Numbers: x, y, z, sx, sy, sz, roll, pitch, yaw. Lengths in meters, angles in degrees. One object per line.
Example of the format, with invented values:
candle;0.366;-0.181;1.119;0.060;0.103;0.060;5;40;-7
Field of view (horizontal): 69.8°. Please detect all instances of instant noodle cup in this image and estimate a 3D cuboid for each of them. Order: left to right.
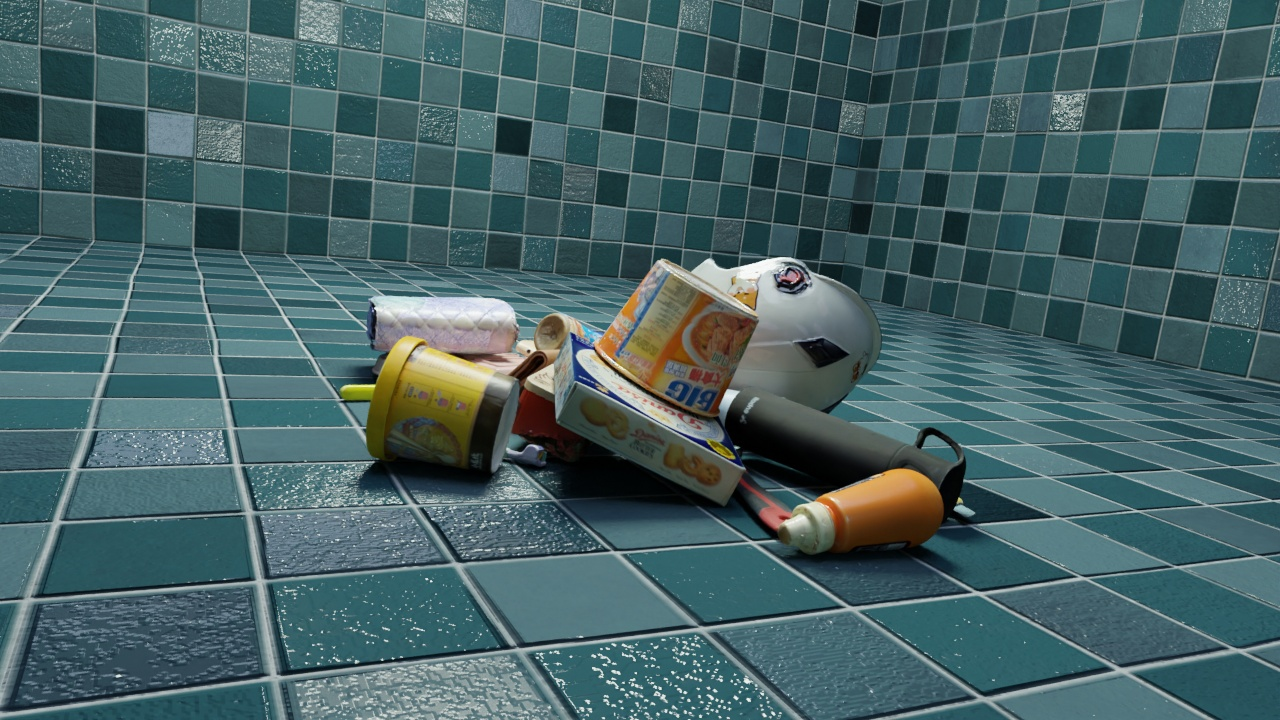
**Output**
instant noodle cup;-0.180;0.047;0.861;0.114;0.118;0.118;14;10;1
instant noodle cup;0.043;-0.028;0.943;0.151;0.111;0.151;29;10;-6

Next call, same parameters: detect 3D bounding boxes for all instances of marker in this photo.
marker;-0.300;0.038;1.106;0.124;0.018;0.015;1;12;-35

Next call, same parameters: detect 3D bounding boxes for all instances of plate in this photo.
plate;-0.246;0.006;1.249;0.229;0.028;0.229;3;6;-1

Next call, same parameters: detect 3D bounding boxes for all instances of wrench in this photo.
wrench;0.102;0.120;0.900;0.056;0.016;0.273;4;9;-10

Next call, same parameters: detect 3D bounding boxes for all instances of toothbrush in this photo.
toothbrush;-0.177;0.079;0.941;0.189;0.029;0.021;11;48;30

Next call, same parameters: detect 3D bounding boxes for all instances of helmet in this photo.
helmet;0.148;-0.002;1.151;0.274;0.230;0.156;13;46;22

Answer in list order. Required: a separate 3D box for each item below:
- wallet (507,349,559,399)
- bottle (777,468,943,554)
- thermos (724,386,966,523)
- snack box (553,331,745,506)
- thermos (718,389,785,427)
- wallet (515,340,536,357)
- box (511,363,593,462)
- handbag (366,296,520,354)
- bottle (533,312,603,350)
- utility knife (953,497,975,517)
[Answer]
wallet;-0.130;0.023;1.099;0.031;0.108;0.131;54;14;8
bottle;0.179;0.131;0.762;0.149;0.067;0.067;-7;15;-26
thermos;0.207;0.085;0.937;0.243;0.089;0.068;19;-28;38
snack box;0.003;0.052;0.900;0.178;0.046;0.182;28;12;-13
thermos;0.059;0.056;1.083;0.220;0.070;0.070;10;10;12
wallet;-0.117;0.004;1.340;0.115;0.024;0.087;28;14;15
box;-0.077;0.057;0.994;0.091;0.076;0.168;26;13;6
handbag;-0.275;-0.047;1.262;0.193;0.075;0.134;-1;11;-20
bottle;-0.059;-0.006;1.289;0.065;0.065;0.218;14;-7;38
utility knife;0.290;0.132;0.951;0.033;0.015;0.181;-1;12;-15
